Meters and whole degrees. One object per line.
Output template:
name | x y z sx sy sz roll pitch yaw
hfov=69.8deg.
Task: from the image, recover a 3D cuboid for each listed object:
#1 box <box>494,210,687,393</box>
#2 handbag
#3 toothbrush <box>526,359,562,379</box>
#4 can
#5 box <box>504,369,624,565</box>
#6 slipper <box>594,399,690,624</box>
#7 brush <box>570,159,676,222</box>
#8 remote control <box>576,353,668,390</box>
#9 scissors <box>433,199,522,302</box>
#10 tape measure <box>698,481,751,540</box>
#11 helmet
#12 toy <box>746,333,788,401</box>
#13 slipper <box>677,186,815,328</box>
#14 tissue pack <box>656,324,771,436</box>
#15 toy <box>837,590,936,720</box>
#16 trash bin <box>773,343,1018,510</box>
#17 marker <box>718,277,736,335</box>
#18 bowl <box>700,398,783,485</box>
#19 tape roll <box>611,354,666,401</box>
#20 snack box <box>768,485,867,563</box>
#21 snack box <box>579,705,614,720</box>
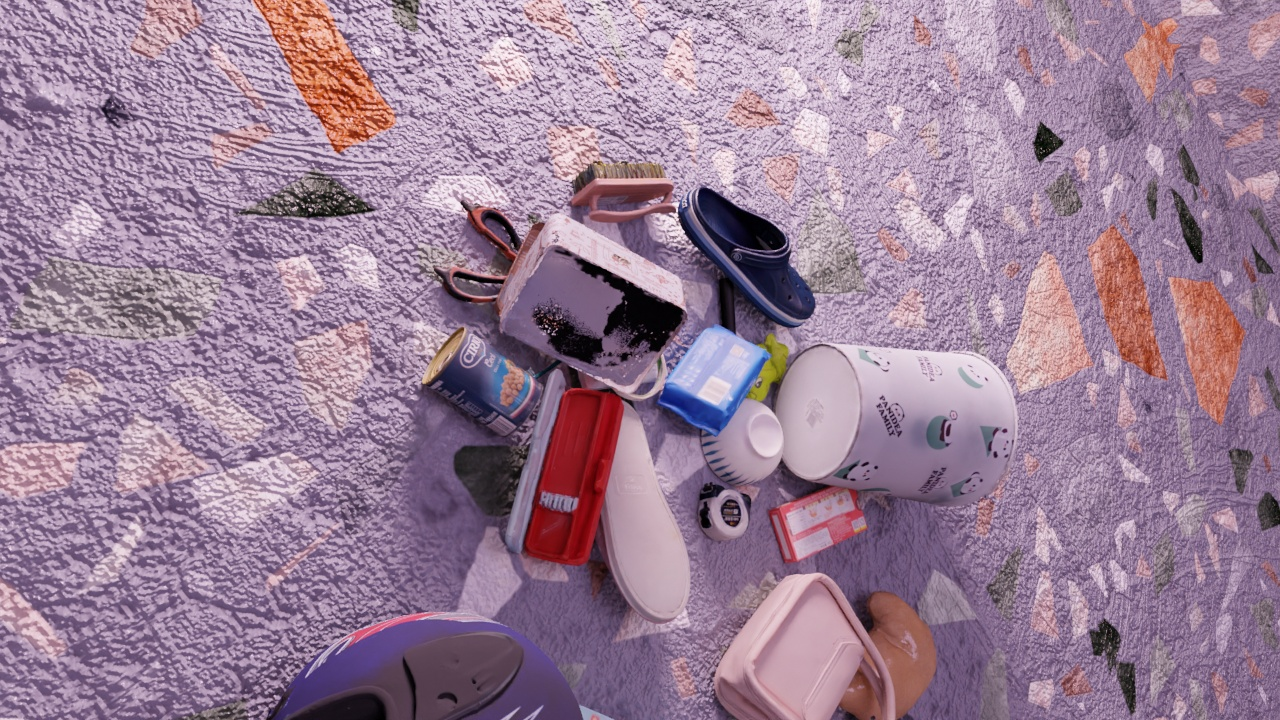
box | -0.056 -0.081 1.058 0.182 0.155 0.184 27 30 -19
handbag | 0.222 0.399 1.126 0.234 0.094 0.192 45 54 0
toothbrush | -0.081 -0.017 1.112 0.191 0.016 0.018 -38 89 -36
can | -0.170 0.025 1.000 0.111 0.075 0.075 37 58 -21
box | -0.089 0.116 1.004 0.101 0.095 0.201 55 46 -64
slipper | -0.015 0.174 1.076 0.114 0.055 0.274 -2 66 -39
brush | -0.015 -0.216 1.187 0.145 0.063 0.073 -9 78 -38
remote control | -0.022 0.007 1.141 0.124 0.024 0.049 -8 81 -37
scissors | -0.143 -0.107 1.095 0.225 0.015 0.188 53 54 -10
tape measure | 0.106 0.196 1.170 0.065 0.034 0.065 24 62 -26
helmet | -0.203 0.344 0.779 0.314 0.248 0.240 -5 40 -41
toy | 0.170 0.009 1.268 0.100 0.031 0.096 4 85 -42
slipper | 0.160 -0.153 1.258 0.252 0.095 0.104 40 45 -22
tissue pack | 0.095 0.024 1.182 0.095 0.052 0.156 28 56 15
toy | 0.312 0.418 1.226 0.143 0.083 0.225 49 57 4
trash bin | 0.337 0.082 1.255 0.251 0.230 0.229 9 71 -27
marker | 0.121 -0.050 1.259 0.022 0.020 0.132 37 48 -68
bowl | 0.144 0.103 1.203 0.116 0.066 0.116 10 71 -32
tape roll | -0.007 0.007 1.126 0.085 0.014 0.085 10 71 -32
snack box | 0.247 0.220 1.266 0.152 0.026 0.075 -14 84 -37
snack box | -0.024 0.437 0.996 0.174 0.052 0.074 32 61 -24
